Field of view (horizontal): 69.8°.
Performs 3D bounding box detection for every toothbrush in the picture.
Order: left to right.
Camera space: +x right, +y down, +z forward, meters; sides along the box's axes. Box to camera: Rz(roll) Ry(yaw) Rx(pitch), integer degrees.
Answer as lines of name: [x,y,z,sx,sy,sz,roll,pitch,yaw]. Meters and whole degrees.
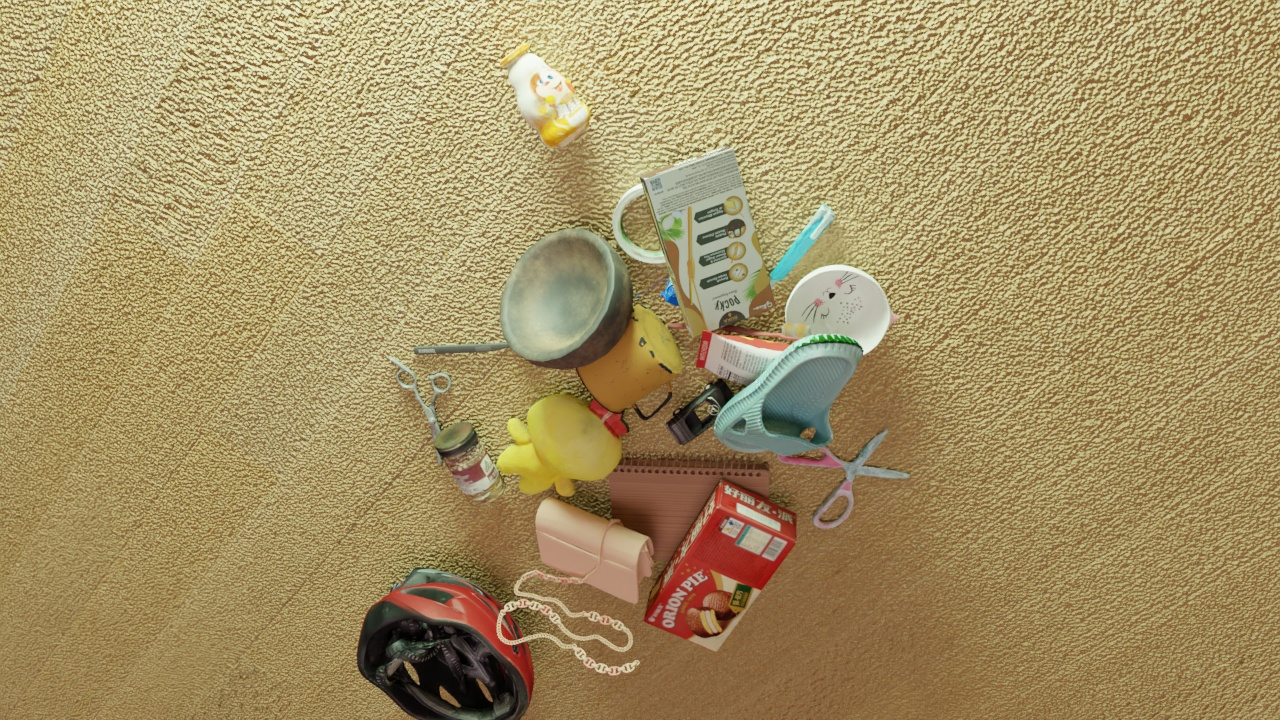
toothbrush: [-0.211,-0.016,1.164,0.167,0.013,0.013,-2,118,13]
toothbrush: [0.110,-0.037,1.062,0.185,0.015,0.016,5,122,32]

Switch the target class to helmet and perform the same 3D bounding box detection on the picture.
helmet: [-0.270,0.421,1.322,0.218,0.166,0.272,-38,106,25]

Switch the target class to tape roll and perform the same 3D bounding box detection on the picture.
tape roll: [0.016,-0.156,1.045,0.094,0.018,0.094,4,119,8]

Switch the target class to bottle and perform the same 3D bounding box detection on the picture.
bottle: [-0.226,0.139,1.220,0.056,0.056,0.105,-15,119,17]
bottle: [-0.103,-0.281,0.973,0.063,0.063,0.109,-30,109,22]

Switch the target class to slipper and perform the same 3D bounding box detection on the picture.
slipper: [0.166,0.059,1.044,0.116,0.069,0.277,8,149,-15]

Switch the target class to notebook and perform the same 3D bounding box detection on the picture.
notebook: [0.066,0.199,1.227,0.210,0.022,0.169,1,119,9]

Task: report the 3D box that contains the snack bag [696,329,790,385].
snack bag: [0.139,0.003,1.067,0.144,0.039,0.131,10,162,4]

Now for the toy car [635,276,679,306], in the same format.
toy car: [0.035,-0.100,1.073,0.062,0.033,0.092,38,104,37]

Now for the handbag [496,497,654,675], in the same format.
handbag: [-0.075,0.289,1.184,0.199,0.186,0.117,19,142,20]

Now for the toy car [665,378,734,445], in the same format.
toy car: [0.077,0.065,1.129,0.092,0.037,0.040,-38,108,-9]

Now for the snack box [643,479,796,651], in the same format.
snack box: [0.103,0.277,1.218,0.113,0.060,0.237,24,121,-5]

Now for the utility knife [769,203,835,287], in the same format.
utility knife: [0.169,-0.115,1.043,0.022,0.015,0.149,21,123,-28]

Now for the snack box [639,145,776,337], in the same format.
snack box: [0.076,-0.130,1.015,0.101,0.031,0.186,-20,111,-4]

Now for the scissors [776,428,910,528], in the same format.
scissors: [0.256,0.152,1.177,0.170,0.013,0.175,6,118,3]

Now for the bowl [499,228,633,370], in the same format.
bowl: [-0.077,-0.063,1.044,0.162,0.162,0.070,-28,148,22]

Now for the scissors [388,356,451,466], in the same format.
scissors: [-0.290,0.069,1.222,0.120,0.014,0.160,18,117,-1]

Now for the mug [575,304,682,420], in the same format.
mug: [-0.006,0.007,1.086,0.094,0.100,0.123,-33,88,21]

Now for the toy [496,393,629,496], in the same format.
toy: [-0.104,0.114,1.175,0.134,0.092,0.208,44,136,-16]

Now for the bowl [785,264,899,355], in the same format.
bowl: [0.223,-0.060,1.043,0.115,0.050,0.115,4,119,7]
